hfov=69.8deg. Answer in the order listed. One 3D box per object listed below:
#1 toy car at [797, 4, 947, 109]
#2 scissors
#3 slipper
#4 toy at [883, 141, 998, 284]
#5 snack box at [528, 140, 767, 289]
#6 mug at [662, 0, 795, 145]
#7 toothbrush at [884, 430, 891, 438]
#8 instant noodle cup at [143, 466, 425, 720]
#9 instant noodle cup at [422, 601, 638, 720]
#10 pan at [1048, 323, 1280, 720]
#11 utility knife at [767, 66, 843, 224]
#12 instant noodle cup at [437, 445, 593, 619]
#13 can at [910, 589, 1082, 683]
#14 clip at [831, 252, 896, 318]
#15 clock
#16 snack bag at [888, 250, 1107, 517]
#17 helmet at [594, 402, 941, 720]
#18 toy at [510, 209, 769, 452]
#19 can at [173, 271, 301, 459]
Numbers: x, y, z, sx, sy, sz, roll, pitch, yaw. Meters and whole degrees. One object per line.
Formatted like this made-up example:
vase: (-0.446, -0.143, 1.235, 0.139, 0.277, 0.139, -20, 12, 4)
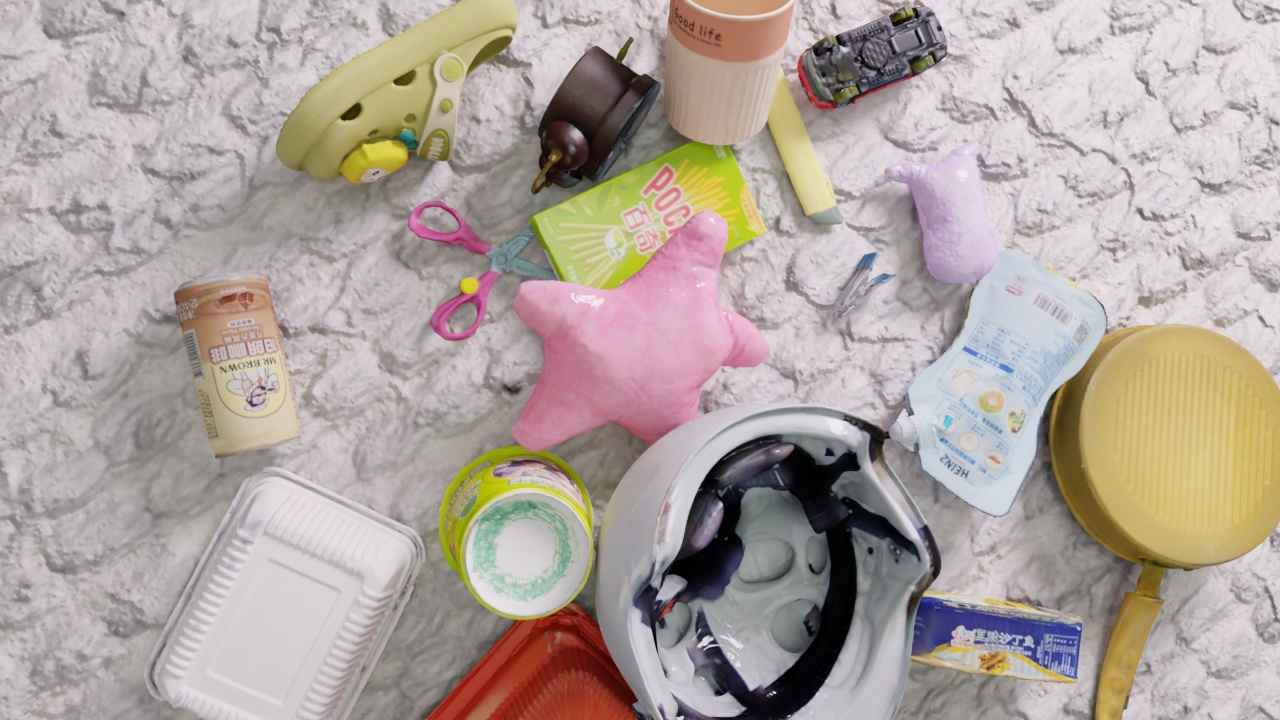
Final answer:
toy car: (0.174, -0.227, 0.697, 0.120, 0.045, 0.053, -23, 91, -15)
scissors: (-0.109, -0.077, 0.660, 0.133, 0.017, 0.131, -44, 98, -12)
slipper: (-0.151, -0.174, 0.618, 0.190, 0.092, 0.081, -38, 98, -12)
toy: (0.240, -0.110, 0.710, 0.083, 0.039, 0.108, -15, 92, -9)
snack box: (0.007, -0.099, 0.670, 0.156, 0.026, 0.086, -27, 99, -12)
mug: (0.052, -0.226, 0.641, 0.081, 0.106, 0.114, -15, 57, -15)
toothbrush: (0.223, 0.058, 0.718, 0.189, 0.014, 0.018, -5, 99, -10)
instant noodle cup: (-0.238, 0.174, 0.611, 0.138, 0.060, 0.173, 27, 86, -9)
instant noodle cup: (-0.048, 0.277, 0.633, 0.189, 0.079, 0.164, 42, 83, -7)
pan: (0.408, 0.146, 0.735, 0.197, 0.078, 0.357, 11, 81, -7)
utility knife: (0.110, -0.189, 0.698, 0.031, 0.020, 0.188, -23, 99, -14)
instant noodle cup: (-0.079, 0.116, 0.607, 0.111, 0.123, 0.111, 0, 89, -10)
can: (0.261, 0.207, 0.693, 0.148, 0.075, 0.049, 10, 84, -11)
clip: (0.168, -0.054, 0.704, 0.058, 0.027, 0.045, -46, 105, -7)
clock: (-0.037, -0.163, 0.640, 0.055, 0.082, 0.122, 36, 82, -3)
snack bag: (0.276, 0.015, 0.707, 0.110, 0.039, 0.190, 36, 79, -4)
helmet: (0.067, 0.147, 0.618, 0.228, 0.146, 0.259, -32, 114, -20)
toy: (-0.004, 0.004, 0.636, 0.194, 0.074, 0.179, -26, 120, -11)
can: (-0.266, 0.003, 0.608, 0.058, 0.058, 0.116, -13, 92, -10)
